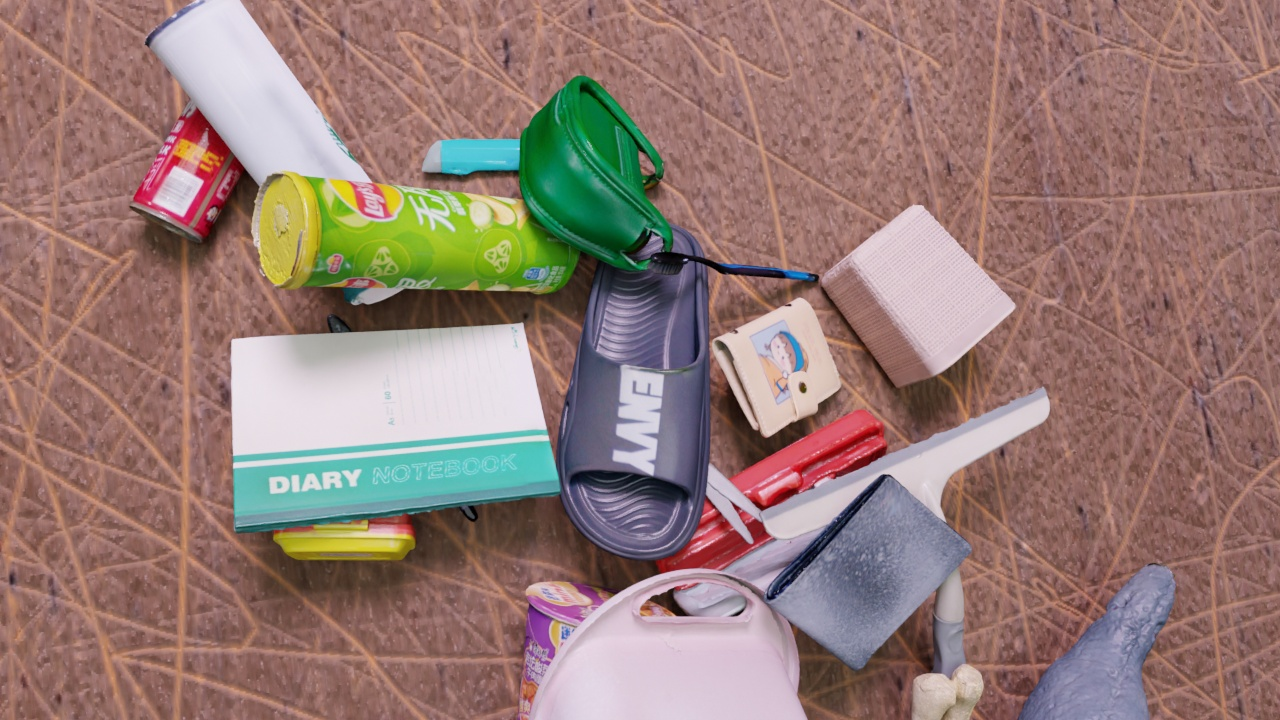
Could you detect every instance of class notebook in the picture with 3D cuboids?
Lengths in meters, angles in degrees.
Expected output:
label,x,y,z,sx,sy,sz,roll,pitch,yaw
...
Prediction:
label,x,y,z,sx,sy,sz,roll,pitch,yaw
notebook,-0.171,0.040,0.637,0.209,0.012,0.150,-4,55,-20

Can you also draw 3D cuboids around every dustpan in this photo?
label,x,y,z,sx,sy,sz,roll,pitch,yaw
dustpan,0.010,0.281,0.620,0.222,0.138,0.274,12,123,-32

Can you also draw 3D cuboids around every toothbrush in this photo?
label,x,y,z,sx,sy,sz,roll,pitch,yaw
toothbrush,0.076,-0.068,0.698,0.189,0.014,0.016,1,125,-42
toothbrush,-0.177,0.043,0.683,0.014,0.017,0.189,-36,92,-16

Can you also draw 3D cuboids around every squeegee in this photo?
label,x,y,z,sx,sy,sz,roll,pitch,yaw
squeegee,0.221,0.176,0.675,0.246,0.039,0.247,-20,112,-17

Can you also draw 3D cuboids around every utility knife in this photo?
label,x,y,z,sx,sy,sz,roll,pitch,yaw
utility knife,-0.091,-0.160,0.725,0.161,0.013,0.029,-3,87,-13

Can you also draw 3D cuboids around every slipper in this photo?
label,x,y,z,sx,sy,sz,roll,pitch,yaw
slipper,-0.004,0.004,0.653,0.111,0.083,0.267,2,66,7

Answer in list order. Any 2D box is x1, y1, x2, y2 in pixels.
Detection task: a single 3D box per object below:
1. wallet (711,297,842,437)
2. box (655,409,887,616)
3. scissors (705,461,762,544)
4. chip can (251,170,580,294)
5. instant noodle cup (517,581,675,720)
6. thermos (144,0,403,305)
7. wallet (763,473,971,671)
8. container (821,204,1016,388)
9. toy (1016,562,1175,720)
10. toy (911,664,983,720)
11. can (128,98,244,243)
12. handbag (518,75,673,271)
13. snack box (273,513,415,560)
label,x,y,z,sx,sy,sz,roll,pitch,yaw
wallet,0.109,0.006,0.709,0.114,0.024,0.087,-25,89,-45
box,0.115,0.129,0.684,0.201,0.095,0.091,-27,50,-13
scissors,0.039,0.061,0.679,0.173,0.012,0.128,16,63,21
chip can,-0.141,-0.082,0.626,0.220,0.073,0.072,-3,82,-44
instant noodle cup,-0.036,0.219,0.644,0.111,0.111,0.099,13,88,-8
thermos,-0.235,-0.140,0.639,0.073,0.073,0.224,-38,112,-12
wallet,0.155,0.144,0.620,0.097,0.019,0.121,40,97,-23
container,0.214,-0.052,0.728,0.089,0.090,0.111,-38,88,-12
toy,0.324,0.316,0.684,0.137,0.091,0.356,24,84,-44
toy,0.228,0.299,0.683,0.105,0.066,0.157,-6,105,-17
can,-0.311,-0.155,0.664,0.053,0.053,0.132,25,79,-6
handbag,-0.027,-0.137,0.670,0.120,0.131,0.068,31,122,-31
snack box,-0.202,0.097,0.641,0.091,0.082,0.080,3,73,-11
